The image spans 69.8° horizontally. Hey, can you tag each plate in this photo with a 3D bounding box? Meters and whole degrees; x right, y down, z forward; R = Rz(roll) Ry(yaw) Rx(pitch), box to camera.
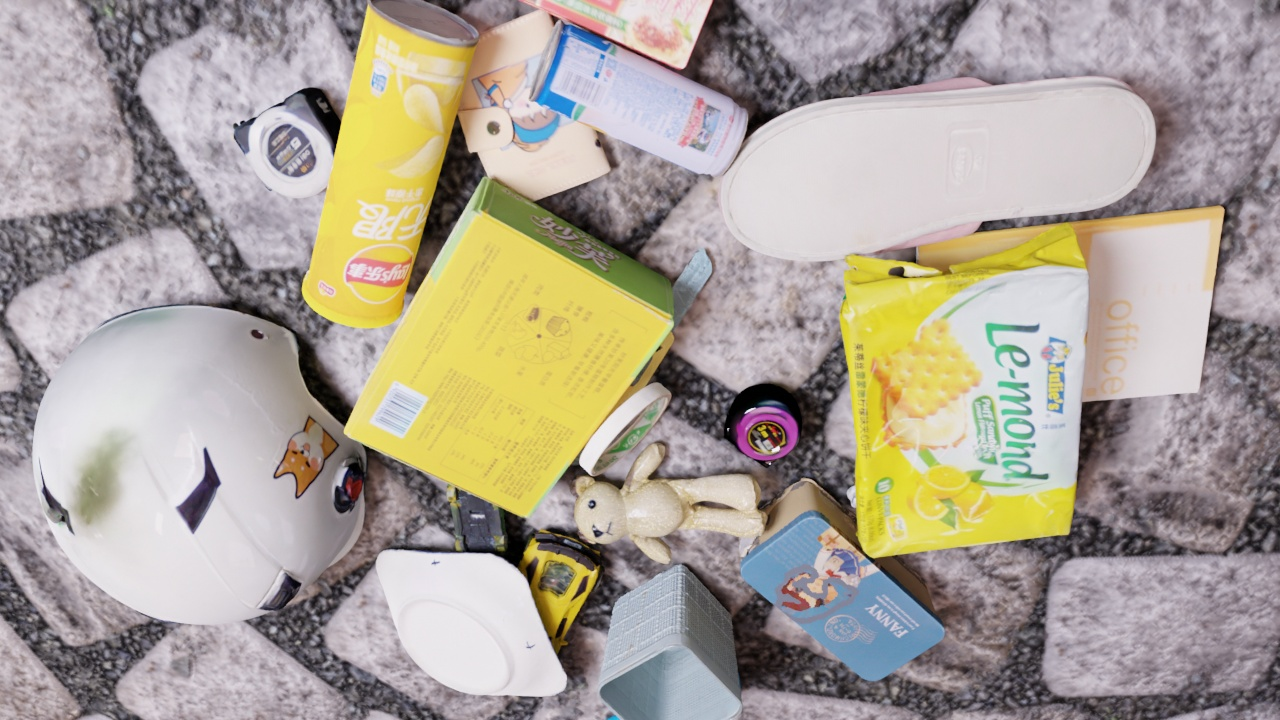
[{"bbox_3d":[-0.154,0.236,0.789,0.164,0.034,0.164,-4,118,27],"label":"plate"}]

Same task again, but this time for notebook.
[{"bbox_3d":[0.306,-0.031,0.669,0.206,0.010,0.146,-5,115,6],"label":"notebook"}]

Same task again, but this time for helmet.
[{"bbox_3d":[-0.342,0.102,0.695,0.230,0.156,0.274,-8,115,8],"label":"helmet"}]

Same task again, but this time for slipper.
[{"bbox_3d":[0.188,-0.129,0.605,0.275,0.054,0.114,-8,115,11],"label":"slipper"}]

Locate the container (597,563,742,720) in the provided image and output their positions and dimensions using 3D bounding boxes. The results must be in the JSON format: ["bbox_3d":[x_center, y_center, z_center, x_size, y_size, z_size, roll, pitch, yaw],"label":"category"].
[{"bbox_3d":[0.026,0.241,0.763,0.090,0.111,0.090,-34,109,19],"label":"container"}]

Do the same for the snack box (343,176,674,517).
[{"bbox_3d":[-0.095,-0.002,0.664,0.157,0.070,0.210,28,116,-17],"label":"snack box"}]

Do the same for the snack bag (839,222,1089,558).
[{"bbox_3d":[0.223,0.030,0.651,0.158,0.068,0.247,-8,118,5],"label":"snack bag"}]

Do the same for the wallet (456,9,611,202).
[{"bbox_3d":[-0.081,-0.167,0.623,0.087,0.024,0.115,-19,113,7],"label":"wallet"}]

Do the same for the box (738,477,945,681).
[{"bbox_3d":[0.167,0.185,0.756,0.184,0.062,0.090,40,112,-13],"label":"box"}]

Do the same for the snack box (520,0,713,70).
[{"bbox_3d":[-0.028,-0.246,0.570,0.153,0.025,0.075,22,103,-7],"label":"snack box"}]

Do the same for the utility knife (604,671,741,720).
[{"bbox_3d":[-0.002,0.337,0.862,0.219,0.018,0.034,-27,113,14],"label":"utility knife"}]

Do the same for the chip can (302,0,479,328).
[{"bbox_3d":[-0.168,-0.126,0.610,0.072,0.072,0.214,22,120,-7],"label":"chip can"}]

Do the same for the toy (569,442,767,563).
[{"bbox_3d":[0.022,0.120,0.729,0.157,0.066,0.105,-4,110,13],"label":"toy"}]

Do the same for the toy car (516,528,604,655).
[{"bbox_3d":[-0.085,0.212,0.796,0.071,0.041,0.156,24,117,-6],"label":"toy car"}]

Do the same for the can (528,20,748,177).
[{"bbox_3d":[0.000,-0.165,0.590,0.134,0.053,0.053,20,116,-17],"label":"can"}]

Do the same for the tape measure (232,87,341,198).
[{"bbox_3d":[-0.237,-0.147,0.635,0.066,0.033,0.066,-21,110,15],"label":"tape measure"}]

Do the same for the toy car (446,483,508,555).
[{"bbox_3d":[-0.132,0.123,0.757,0.043,0.036,0.091,0,116,2],"label":"toy car"}]

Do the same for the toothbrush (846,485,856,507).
[{"bbox_3d":[0.248,0.077,0.722,0.180,0.016,0.016,-25,123,14],"label":"toothbrush"}]

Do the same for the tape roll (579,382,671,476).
[{"bbox_3d":[-0.011,0.052,0.691,0.014,0.085,0.086,43,114,14],"label":"tape roll"}]

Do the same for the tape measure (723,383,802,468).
[{"bbox_3d":[0.095,0.047,0.705,0.057,0.039,0.058,34,118,-13],"label":"tape measure"}]

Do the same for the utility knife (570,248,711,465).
[{"bbox_3d":[-0.004,0.004,0.707,0.031,0.022,0.216,26,110,-15],"label":"utility knife"}]
